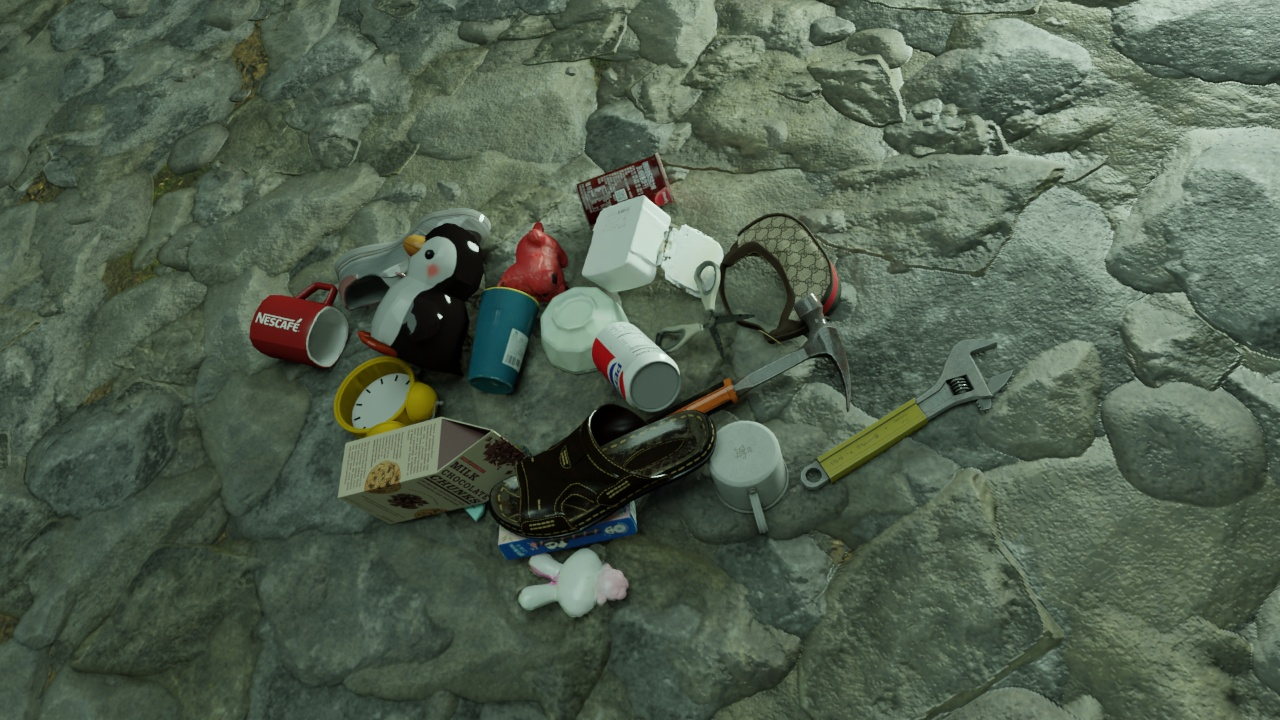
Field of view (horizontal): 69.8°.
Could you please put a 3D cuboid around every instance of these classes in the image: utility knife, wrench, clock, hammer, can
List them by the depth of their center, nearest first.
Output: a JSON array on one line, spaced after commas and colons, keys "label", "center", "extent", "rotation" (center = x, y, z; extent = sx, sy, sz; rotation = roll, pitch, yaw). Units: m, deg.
[{"label": "wrench", "center": [0.293, 0.063, 1.019], "extent": [0.273, 0.018, 0.083], "rotation": [-30, 57, -3]}, {"label": "hammer", "center": [0.094, 0.055, 1.060], "extent": [0.314, 0.035, 0.137], "rotation": [-28, 78, 5]}, {"label": "can", "center": [-0.006, 0.006, 1.076], "extent": [0.070, 0.070, 0.132], "rotation": [-34, 29, -6]}, {"label": "utility knife", "center": [-0.234, 0.147, 1.120], "extent": [0.141, 0.015, 0.022], "rotation": [36, 81, 33]}, {"label": "clock", "center": [-0.324, 0.058, 1.176], "extent": [0.152, 0.052, 0.113], "rotation": [31, 72, 33]}]

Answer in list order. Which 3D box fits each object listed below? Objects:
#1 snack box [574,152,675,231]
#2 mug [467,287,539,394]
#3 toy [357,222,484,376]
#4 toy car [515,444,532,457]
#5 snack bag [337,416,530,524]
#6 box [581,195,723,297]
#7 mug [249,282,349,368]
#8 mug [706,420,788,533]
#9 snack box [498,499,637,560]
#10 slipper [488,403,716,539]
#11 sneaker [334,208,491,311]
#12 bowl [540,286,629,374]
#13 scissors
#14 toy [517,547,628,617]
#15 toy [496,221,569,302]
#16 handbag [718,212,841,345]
[{"label": "snack box", "center": [-0.021, -0.228, 1.248], "extent": [0.121, 0.072, 0.072], "rotation": [-20, 57, 4]}, {"label": "mug", "center": [-0.178, -0.022, 1.170], "extent": [0.078, 0.078, 0.121], "rotation": [2, 66, 16]}, {"label": "toy", "center": [-0.256, -0.082, 1.174], "extent": [0.184, 0.140, 0.159], "rotation": [-65, 22, -1]}, {"label": "toy car", "center": [-0.167, 0.129, 1.100], "extent": [0.090, 0.027, 0.038], "rotation": [-18, 54, 17]}, {"label": "snack bag", "center": [-0.232, 0.122, 1.059], "extent": [0.207, 0.094, 0.069], "rotation": [-15, 56, 21]}, {"label": "box", "center": [0.027, -0.137, 1.186], "extent": [0.152, 0.132, 0.107], "rotation": [-8, 62, 47]}, {"label": "mug", "center": [-0.461, -0.055, 1.259], "extent": [0.097, 0.080, 0.116], "rotation": [11, 70, 21]}, {"label": "mug", "center": [0.119, 0.128, 0.998], "extent": [0.084, 0.070, 0.113], "rotation": [-16, 55, 6]}, {"label": "snack box", "center": [-0.083, 0.169, 1.040], "extent": [0.154, 0.033, 0.087], "rotation": [-14, 40, 7]}, {"label": "slipper", "center": [-0.048, 0.111, 0.992], "extent": [0.268, 0.076, 0.112], "rotation": [-22, 40, 9]}, {"label": "sneaker", "center": [-0.309, -0.126, 1.254], "extent": [0.236, 0.099, 0.089], "rotation": [-21, 56, 11]}, {"label": "bowl", "center": [-0.077, -0.047, 1.162], "extent": [0.117, 0.061, 0.117], "rotation": [-6, 59, 11]}, {"label": "scissors", "center": [0.073, -0.050, 1.102], "extent": [0.158, 0.012, 0.170], "rotation": [-35, 42, 36]}, {"label": "toy", "center": [-0.073, 0.243, 1.003], "extent": [0.123, 0.038, 0.079], "rotation": [0, 48, 16]}, {"label": "toy", "center": [-0.152, -0.133, 1.226], "extent": [0.094, 0.088, 0.132], "rotation": [-18, 55, 18]}, {"label": "handbag", "center": [0.168, -0.096, 1.132], "extent": [0.138, 0.063, 0.166], "rotation": [-36, 60, 13]}]
